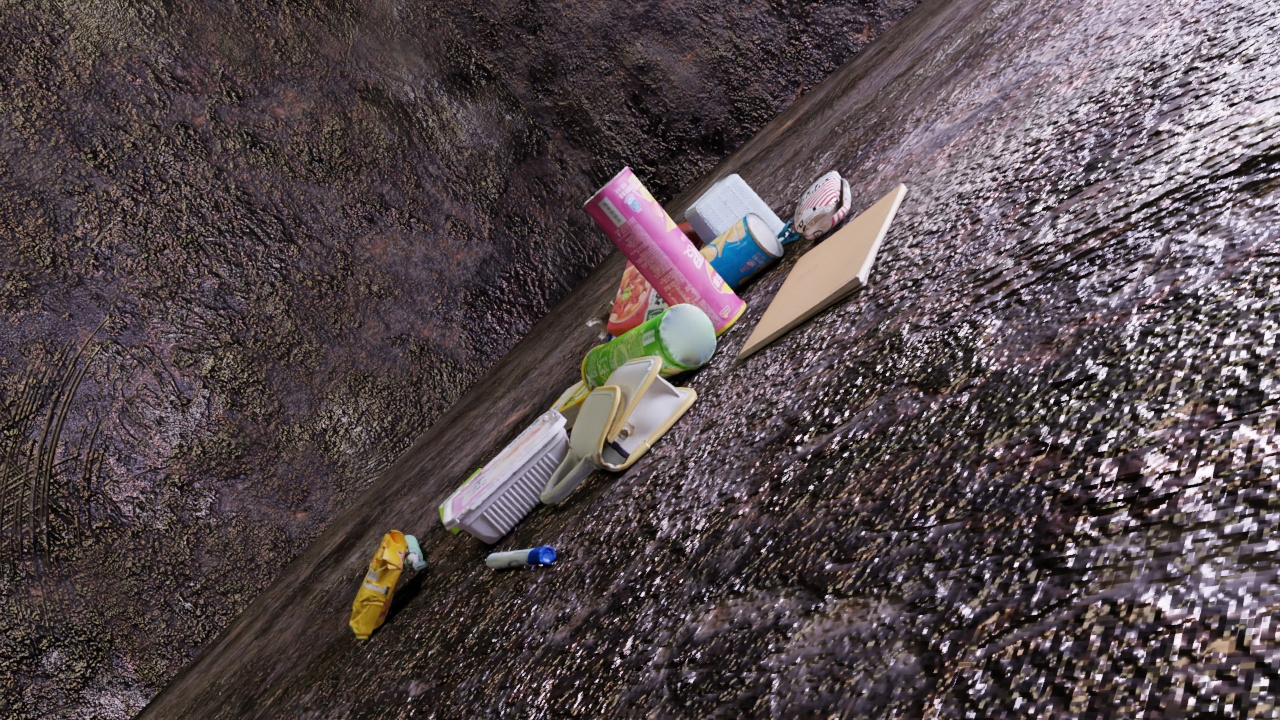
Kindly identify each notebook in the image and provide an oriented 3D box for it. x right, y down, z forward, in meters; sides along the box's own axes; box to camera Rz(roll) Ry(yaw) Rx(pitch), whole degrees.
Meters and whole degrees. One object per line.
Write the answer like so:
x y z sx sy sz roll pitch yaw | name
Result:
0.182 -0.089 0.902 0.150 0.012 0.210 -36 11 40 | notebook

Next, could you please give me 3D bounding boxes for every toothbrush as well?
-0.311 0.265 1.251 0.027 0.026 0.225 -22 3 -16 | toothbrush

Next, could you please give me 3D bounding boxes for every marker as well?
-0.114 0.183 0.849 0.016 0.017 0.146 -47 11 -29 | marker

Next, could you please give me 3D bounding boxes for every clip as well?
0.187 -0.161 1.178 0.015 0.049 0.057 -47 2 -17 | clip
-0.041 -0.068 1.365 0.094 0.035 0.102 -42 1 29 | clip

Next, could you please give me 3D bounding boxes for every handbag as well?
-0.039 0.075 0.924 0.178 0.063 0.163 -47 9 -11 | handbag

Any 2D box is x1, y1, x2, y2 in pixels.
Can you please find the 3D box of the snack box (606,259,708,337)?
0.018 -0.069 1.139 0.113 0.044 0.127 -7 61 48 | snack box

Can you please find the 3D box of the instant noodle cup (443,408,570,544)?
-0.140 0.136 1.040 0.173 0.060 0.138 -44 10 -6 | instant noodle cup

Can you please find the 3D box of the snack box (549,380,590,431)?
-0.079 0.054 1.247 0.141 0.034 0.086 -33 13 50 | snack box

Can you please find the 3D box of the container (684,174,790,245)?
0.128 -0.187 1.252 0.090 0.111 0.090 -42 9 -5 | container

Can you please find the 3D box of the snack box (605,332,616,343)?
0.030 -0.078 1.359 0.178 0.046 0.182 -40 10 13 | snack box

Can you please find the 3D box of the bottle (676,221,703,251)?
0.065 -0.173 1.336 0.205 0.060 0.060 -43 9 -19 | bottle

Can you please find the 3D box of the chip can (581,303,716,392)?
0.006 -0.006 1.051 0.072 0.072 0.222 -47 10 -27 | chip can

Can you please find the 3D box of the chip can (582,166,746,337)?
0.028 -0.119 1.047 0.071 0.210 0.071 -40 9 8 | chip can

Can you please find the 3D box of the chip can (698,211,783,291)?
0.081 -0.102 1.185 0.211 0.071 0.071 -36 11 30 | chip can

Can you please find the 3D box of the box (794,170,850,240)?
0.213 -0.189 1.090 0.072 0.060 0.164 -21 16 18 | box

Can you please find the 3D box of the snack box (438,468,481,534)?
-0.240 0.195 1.282 0.085 0.026 0.156 -44 9 -12 | snack box

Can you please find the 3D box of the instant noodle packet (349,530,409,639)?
-0.320 0.273 1.130 0.128 0.044 0.110 -172 102 -79 | instant noodle packet
